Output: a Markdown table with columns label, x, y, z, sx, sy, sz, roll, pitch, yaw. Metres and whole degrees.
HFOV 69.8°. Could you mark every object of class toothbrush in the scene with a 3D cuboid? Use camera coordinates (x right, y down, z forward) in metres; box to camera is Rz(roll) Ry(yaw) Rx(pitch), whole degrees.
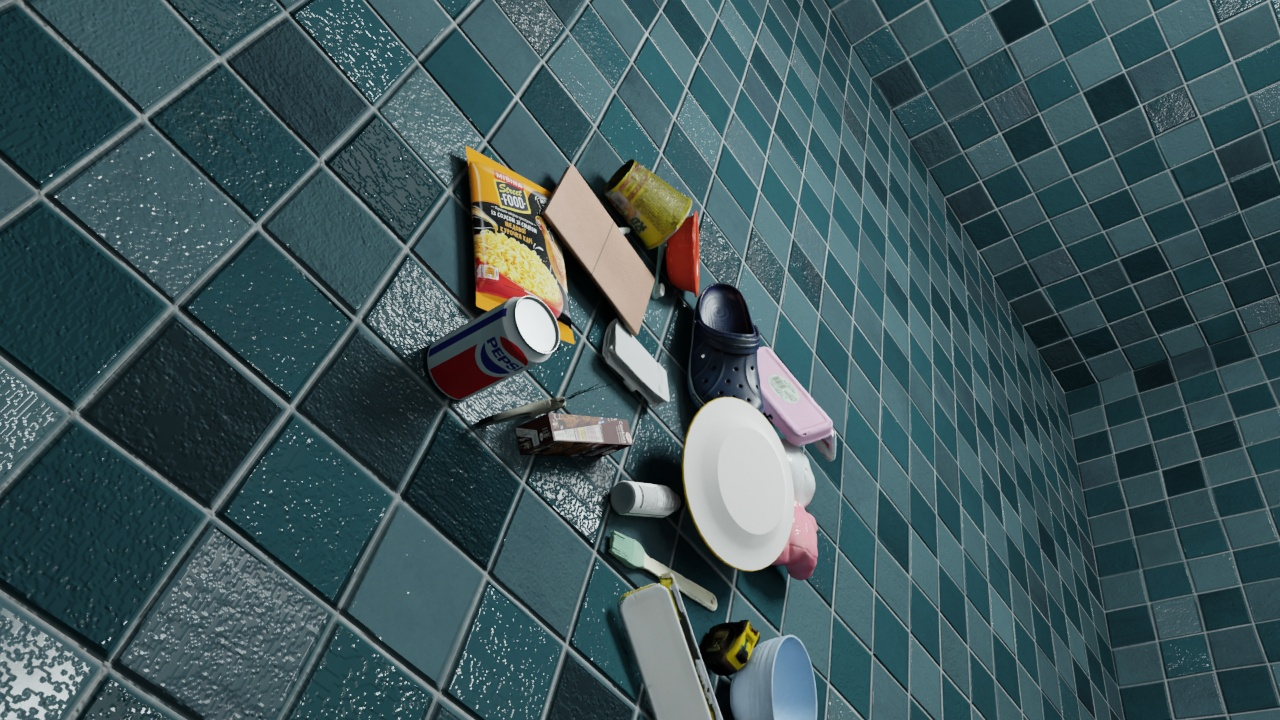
| label | x | y | z | sx | sy | sz | roll | pitch | yaw |
| --- | --- | --- | --- | --- | --- | --- | --- | --- | --- |
| toothbrush | -0.063 | -0.171 | 1.274 | 0.188 | 0.016 | 0.017 | -22 | 98 | -57 |
| toothbrush | 0.033 | -0.161 | 1.405 | 0.016 | 0.017 | 0.180 | 47 | 35 | -37 |

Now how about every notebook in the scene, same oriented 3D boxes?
| label | x | y | z | sx | sy | sz | roll | pitch | yaw |
| --- | --- | --- | --- | --- | --- | --- | --- | --- | --- |
| notebook | -0.052 | -0.150 | 1.239 | 0.209 | 0.008 | 0.141 | 53 | 30 | -25 |

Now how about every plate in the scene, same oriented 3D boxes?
| label | x | y | z | sx | sy | sz | roll | pitch | yaw |
| --- | --- | --- | --- | --- | --- | --- | --- | --- | --- |
| plate | 0.139 | 0.159 | 1.201 | 0.229 | 0.021 | 0.229 | 18 | 63 | -42 |

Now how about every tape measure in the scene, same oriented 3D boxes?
| label | x | y | z | sx | sy | sz | roll | pitch | yaw |
| --- | --- | --- | --- | --- | --- | --- | --- | --- | --- |
| tape measure | 0.104 | 0.353 | 1.128 | 0.038 | 0.067 | 0.062 | 53 | 44 | -21 |

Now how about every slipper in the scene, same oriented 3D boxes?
| label | x | y | z | sx | sy | sz | roll | pitch | yaw |
| --- | --- | --- | --- | --- | --- | --- | --- | --- | --- |
| slipper | 0.123 | -0.019 | 1.338 | 0.105 | 0.095 | 0.252 | 5 | 54 | -11 |

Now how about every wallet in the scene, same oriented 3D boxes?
| label | x | y | z | sx | sy | sz | roll | pitch | yaw |
| --- | --- | --- | --- | --- | --- | --- | --- | --- | --- |
| wallet | -0.007 | 0.007 | 1.228 | 0.116 | 0.032 | 0.086 | 46 | 26 | -24 |

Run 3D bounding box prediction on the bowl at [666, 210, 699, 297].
| label | x | y | z | sx | sy | sz | roll | pitch | yaw |
| --- | --- | --- | --- | --- | --- | --- | --- | --- | --- |
| bowl | 0.064 | -0.161 | 1.390 | 0.130 | 0.045 | 0.130 | 2 | 89 | -83 |

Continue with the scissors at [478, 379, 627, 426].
| label | x | y | z | sx | sy | sz | roll | pitch | yaw |
| --- | --- | --- | --- | --- | --- | --- | --- | --- | --- |
| scissors | -0.095 | 0.045 | 0.978 | 0.169 | 0.157 | 0.012 | 137 | -64 | -77 |

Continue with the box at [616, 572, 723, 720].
| label | x | y | z | sx | sy | sz | roll | pitch | yaw |
| --- | --- | --- | --- | --- | --- | --- | --- | --- | --- |
| box | 0.035 | 0.358 | 1.059 | 0.084 | 0.080 | 0.210 | 128 | -56 | -81 |

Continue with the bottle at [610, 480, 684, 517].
| label | x | y | z | sx | sy | sz | roll | pitch | yaw |
| --- | --- | --- | --- | --- | --- | --- | --- | --- | --- |
| bottle | 0.014 | 0.173 | 1.134 | 0.116 | 0.041 | 0.041 | 16 | 57 | -50 |

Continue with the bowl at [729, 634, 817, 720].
| label | x | y | z | sx | sy | sz | roll | pitch | yaw |
| --- | --- | --- | --- | --- | --- | --- | --- | --- | --- |
| bowl | 0.158 | 0.420 | 1.138 | 0.150 | 0.075 | 0.150 | 30 | 55 | -54 |

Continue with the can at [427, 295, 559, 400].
| label | x | y | z | sx | sy | sz | roll | pitch | yaw |
| --- | --- | --- | --- | --- | --- | --- | --- | --- | --- |
| can | -0.151 | -0.012 | 0.933 | 0.070 | 0.132 | 0.070 | 33 | 45 | -40 |

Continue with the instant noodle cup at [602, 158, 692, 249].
| label | x | y | z | sx | sy | sz | roll | pitch | yaw |
| --- | --- | --- | --- | --- | --- | --- | --- | --- | --- |
| instant noodle cup | 0.006 | -0.234 | 1.349 | 0.108 | 0.102 | 0.102 | 40 | 40 | -21 |

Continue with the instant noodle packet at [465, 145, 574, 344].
| label | x | y | z | sx | sy | sz | roll | pitch | yaw |
| --- | --- | --- | --- | --- | --- | --- | --- | --- | --- |
| instant noodle packet | -0.146 | -0.139 | 1.116 | 0.159 | 0.032 | 0.220 | 22 | 53 | -48 |

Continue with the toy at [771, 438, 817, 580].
| label | x | y | z | sx | sy | sz | roll | pitch | yaw |
| --- | --- | --- | --- | --- | --- | --- | --- | --- | --- |
| toy | 0.211 | 0.207 | 1.355 | 0.142 | 0.084 | 0.212 | 29 | 47 | -34 |

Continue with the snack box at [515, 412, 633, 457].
| label | x | y | z | sx | sy | sz | roll | pitch | yaw |
| --- | --- | --- | --- | --- | --- | --- | --- | --- | --- |
| snack box | -0.074 | 0.087 | 1.055 | 0.140 | 0.051 | 0.031 | 10 | 62 | -53 |

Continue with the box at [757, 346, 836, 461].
| label | x | y | z | sx | sy | sz | roll | pitch | yaw |
| --- | --- | --- | --- | --- | --- | --- | --- | --- | --- |
| box | 0.223 | 0.076 | 1.441 | 0.100 | 0.103 | 0.201 | -17 | 46 | -20 |

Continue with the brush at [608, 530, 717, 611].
| label | x | y | z | sx | sy | sz | roll | pitch | yaw |
| --- | --- | --- | --- | --- | --- | --- | --- | --- | --- |
| brush | 0.033 | 0.264 | 1.131 | 0.217 | 0.012 | 0.033 | 39 | 41 | -37 |
